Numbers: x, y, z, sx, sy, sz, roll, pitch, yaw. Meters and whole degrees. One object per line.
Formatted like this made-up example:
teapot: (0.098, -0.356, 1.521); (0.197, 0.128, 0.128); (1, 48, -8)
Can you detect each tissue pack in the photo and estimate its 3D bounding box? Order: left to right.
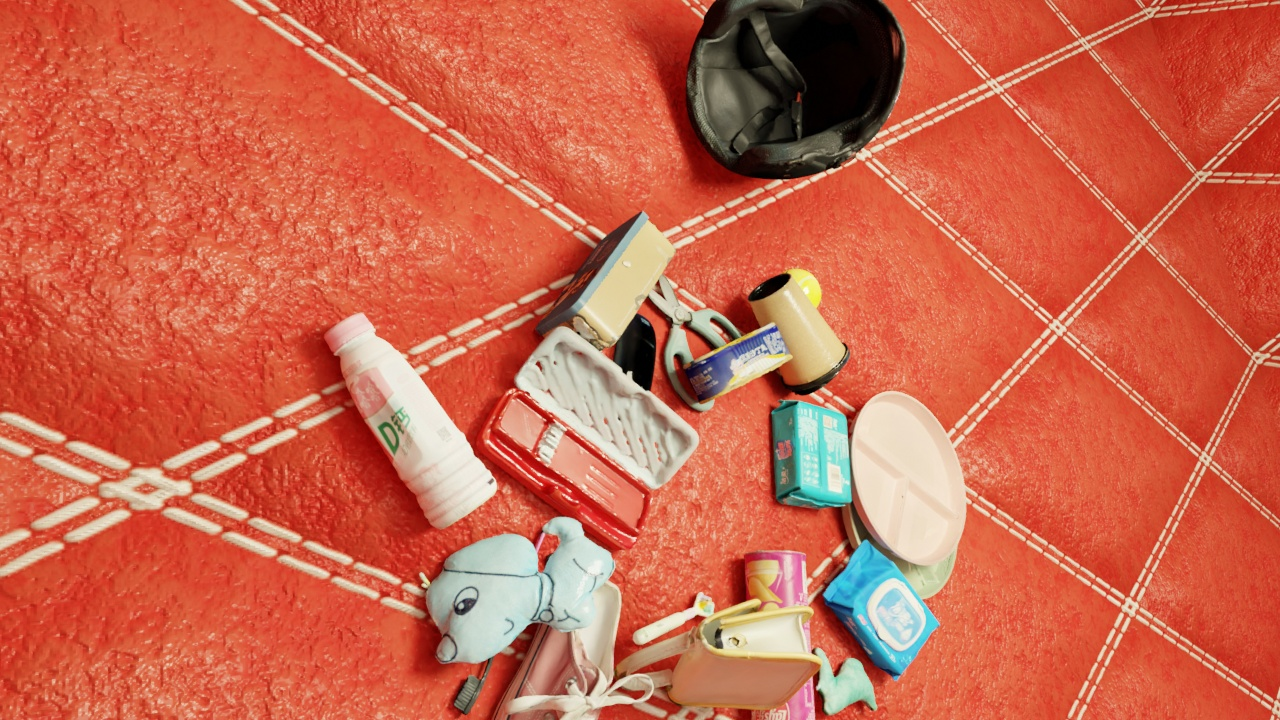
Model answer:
tissue pack: (0.208, 0.114, 1.125); (0.093, 0.050, 0.133); (17, 63, -32)
tissue pack: (0.292, 0.302, 1.106); (0.094, 0.052, 0.157); (-43, 104, -20)

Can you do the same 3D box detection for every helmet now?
helmet: (0.195, -0.346, 1.145); (0.229, 0.275, 0.233); (-24, 102, -69)

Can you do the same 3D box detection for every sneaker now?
sneaker: (-0.065, 0.299, 0.796); (0.118, 0.088, 0.240); (31, 61, -21)

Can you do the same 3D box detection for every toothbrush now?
toothbrush: (-0.124, 0.229, 0.835); (0.018, 0.014, 0.188); (31, 55, -12)
toothbrush: (0.034, 0.253, 0.895); (0.029, 0.020, 0.189); (60, 17, 17)

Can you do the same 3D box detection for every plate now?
plate: (0.344, 0.201, 1.219); (0.230, 0.028, 0.229); (16, 64, -35)
plate: (0.346, 0.154, 1.201); (0.229, 0.028, 0.229); (14, 65, -34)

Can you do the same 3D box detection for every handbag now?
handbag: (0.067, 0.282, 0.874); (0.178, 0.164, 0.063); (3, 53, -9)

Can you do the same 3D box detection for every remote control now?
remote control: (-0.006, 0.006, 1.006); (0.053, 0.024, 0.136); (25, 59, -31)

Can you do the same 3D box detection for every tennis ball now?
tennis ball: (0.199, -0.085, 1.181); (0.065, 0.066, 0.065); (15, 65, -35)

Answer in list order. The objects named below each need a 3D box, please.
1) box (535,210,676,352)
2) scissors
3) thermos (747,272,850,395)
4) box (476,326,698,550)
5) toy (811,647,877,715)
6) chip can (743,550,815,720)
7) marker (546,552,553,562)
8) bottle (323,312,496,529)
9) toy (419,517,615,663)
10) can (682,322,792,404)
box: (-0.032, -0.081, 0.976); (0.063, 0.090, 0.183); (43, 49, -18)
scissors: (0.071, -0.032, 1.089); (0.171, 0.019, 0.176); (-17, 84, -41)
thermos: (0.192, -0.032, 1.129); (0.143, 0.093, 0.092); (56, 48, -18)
box: (-0.051, 0.080, 0.918); (0.201, 0.064, 0.160); (40, 72, -21)
toy: (0.233, 0.373, 1.063); (0.091, 0.030, 0.096); (-11, 75, -43)
chip can: (0.149, 0.314, 0.989); (0.071, 0.072, 0.210); (15, 64, -35)
marker: (-0.062, 0.243, 0.880); (0.018, 0.015, 0.124); (-20, 84, -38)
bottle: (-0.204, 0.050, 0.801); (0.068, 0.068, 0.197); (-35, 94, -42)
toy: (-0.113, 0.199, 0.804); (0.156, 0.050, 0.161); (17, 56, 9)
can: (0.112, 0.002, 1.048); (0.147, 0.075, 0.049); (-25, 88, -43)
